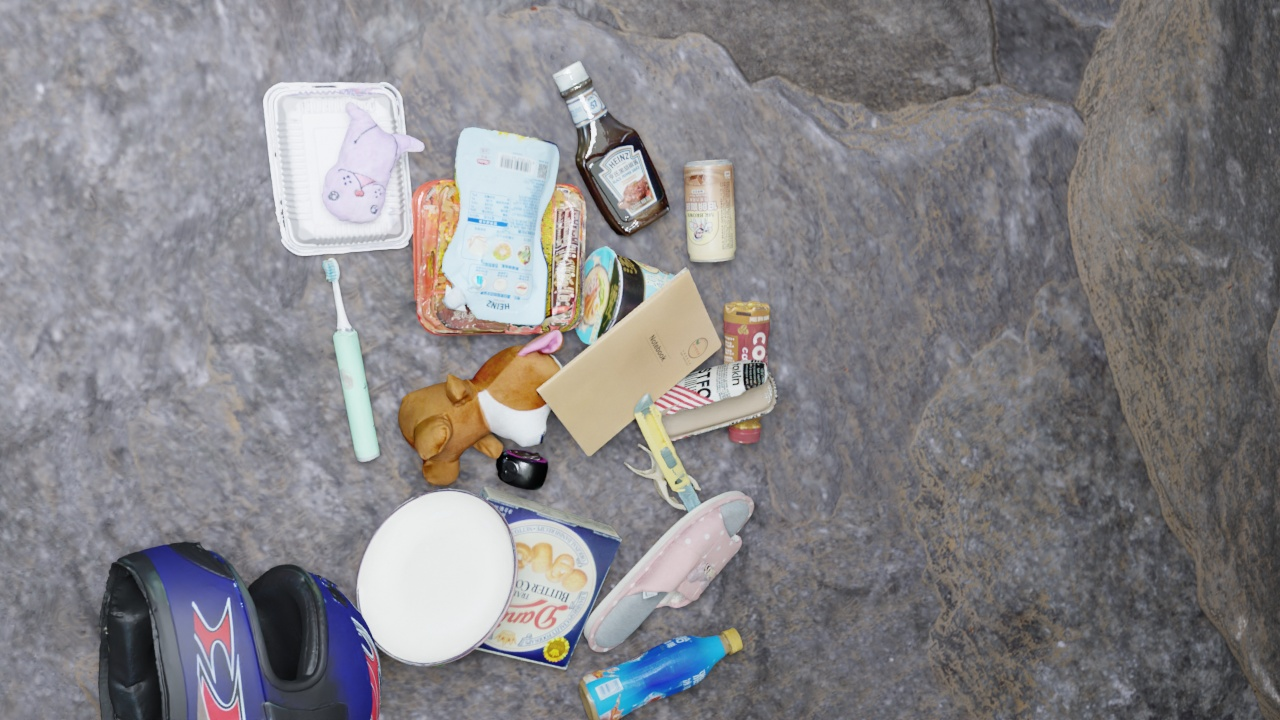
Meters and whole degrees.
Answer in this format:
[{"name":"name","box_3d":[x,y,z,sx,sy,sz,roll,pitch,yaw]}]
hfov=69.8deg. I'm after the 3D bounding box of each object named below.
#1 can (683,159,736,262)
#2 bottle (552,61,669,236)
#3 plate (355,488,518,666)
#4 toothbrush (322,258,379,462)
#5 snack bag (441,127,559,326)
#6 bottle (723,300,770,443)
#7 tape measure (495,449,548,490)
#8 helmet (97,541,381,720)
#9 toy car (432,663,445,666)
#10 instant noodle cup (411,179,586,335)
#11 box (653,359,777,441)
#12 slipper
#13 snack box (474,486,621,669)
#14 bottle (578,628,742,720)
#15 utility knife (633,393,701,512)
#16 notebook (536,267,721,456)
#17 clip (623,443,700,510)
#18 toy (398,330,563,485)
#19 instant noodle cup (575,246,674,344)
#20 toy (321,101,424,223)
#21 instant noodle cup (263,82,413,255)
[{"name":"can","box_3d":[0.082,-0.177,1.086,0.058,0.058,0.116,-9,104,-20]},{"name":"bottle","box_3d":[-0.038,-0.239,1.035,0.079,0.044,0.195,-33,110,-13]},{"name":"plate","box_3d":[-0.219,0.239,1.011,0.192,0.192,0.039,-46,151,-7]},{"name":"toothbrush","box_3d":[-0.312,0.001,0.987,0.026,0.027,0.224,-2,105,17]},{"name":"snack bag","box_3d":[-0.141,-0.134,0.935,0.110,0.039,0.191,4,96,-30]},{"name":"bottle","box_3d":[0.132,0.015,1.147,0.057,0.057,0.175,-5,103,-20]},{"name":"tape measure","box_3d":[-0.137,0.124,1.066,0.058,0.057,0.039,15,94,-15]},{"name":"helmet","box_3d":[-0.384,0.323,0.915,0.239,0.248,0.315,-6,101,-47]},{"name":"toy car","box_3d":[-0.219,0.305,1.036,0.043,0.036,0.091,28,94,-23]},{"name":"instant noodle cup","box_3d":[-0.156,-0.112,0.996,0.188,0.079,0.164,-2,101,-22]},{"name":"box","box_3d":[0.084,0.052,1.107,0.163,0.076,0.087,-20,121,15]},{"name":"slipper","box_3d":[0.044,0.271,1.151,0.274,0.054,0.114,-41,142,-6]},{"name":"snack box","box_3d":[-0.138,0.264,1.101,0.177,0.046,0.182,21,92,-23]},{"name":"bottle","box_3d":[0.030,0.400,1.186,0.218,0.065,0.065,-18,107,-18]},{"name":"utility knife","box_3d":[0.035,0.119,1.107,0.031,0.021,0.198,-27,126,-2]},{"name":"notebook","box_3d":[-0.006,0.006,1.027,0.207,0.008,0.148,-39,141,-7]},{"name":"clip","box_3d":[0.036,0.136,1.149,0.081,0.035,0.104,-38,110,-9]},{"name":"toy","box_3d":[-0.161,0.051,1.009,0.199,0.140,0.130,-34,71,-20]},{"name":"instant noodle cup","box_3d":[-0.001,-0.066,1.060,0.120,0.111,0.111,8,98,-31]},{"name":"toy","box_3d":[-0.268,-0.184,0.895,0.083,0.039,0.108,23,91,-32]},{"name":"instant noodle cup","box_3d":[-0.303,-0.195,0.933,0.137,0.060,0.173,-7,102,-20]}]
